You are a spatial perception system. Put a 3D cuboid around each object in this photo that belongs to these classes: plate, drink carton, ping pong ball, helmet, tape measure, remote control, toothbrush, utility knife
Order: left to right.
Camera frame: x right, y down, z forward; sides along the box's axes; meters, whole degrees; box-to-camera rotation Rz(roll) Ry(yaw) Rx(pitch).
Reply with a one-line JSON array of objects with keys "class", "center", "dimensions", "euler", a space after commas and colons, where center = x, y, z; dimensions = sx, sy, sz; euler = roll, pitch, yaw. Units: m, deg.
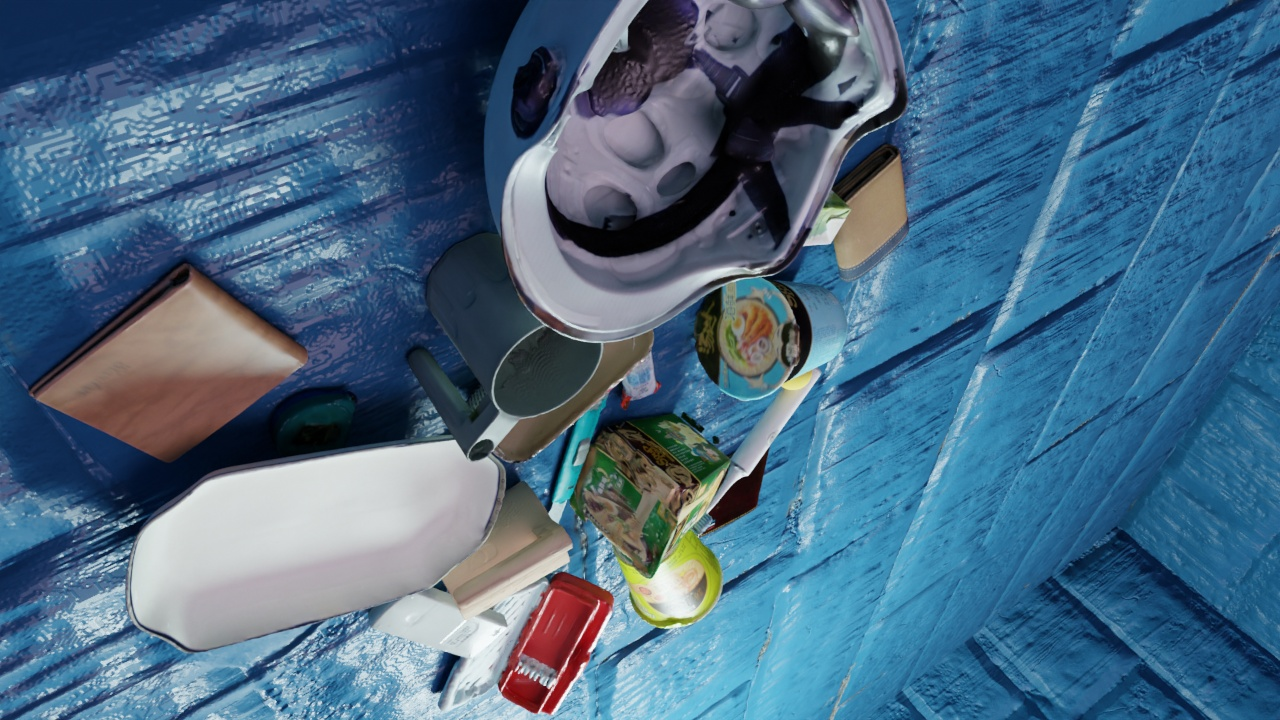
[{"class": "tape measure", "center": [-0.224, 0.047, 0.628], "dimensions": [0.054, 0.025, 0.058], "euler": [-5, 131, -44]}, {"class": "plate", "center": [-0.220, 0.118, 0.651], "dimensions": [0.265, 0.034, 0.162], "euler": [-8, 129, -38]}, {"class": "remote control", "center": [-0.189, 0.244, 0.863], "dimensions": [0.056, 0.019, 0.135], "euler": [-42, 134, 11]}, {"class": "utility knife", "center": [-0.060, 0.093, 0.855], "dimensions": [0.029, 0.013, 0.185], "euler": [-12, 136, -37]}, {"class": "helmet", "center": [0.008, -0.150, 0.535], "dimensions": [0.228, 0.146, 0.259], "euler": [14, 123, -46]}, {"class": "toothbrush", "center": [0.121, 0.093, 0.982], "dimensions": [0.220, 0.026, 0.027], "euler": [-53, 136, -9]}, {"class": "drink carton", "center": [0.111, -0.121, 0.755], "dimensions": [0.122, 0.053, 0.046], "euler": [-10, 139, -39]}, {"class": "ping pong ball", "center": [0.160, 0.011, 0.963], "dimensions": [0.040, 0.040, 0.040], "euler": [-27, 143, -22]}]

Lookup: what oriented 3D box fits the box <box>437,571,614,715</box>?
[{"class": "box", "center": [-0.127, 0.309, 0.992], "dimensions": [0.157, 0.069, 0.202], "euler": [11, 124, -24]}]

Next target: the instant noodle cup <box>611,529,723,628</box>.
[{"class": "instant noodle cup", "center": [0.022, 0.217, 1.004], "dimensions": [0.111, 0.111, 0.123], "euler": [-36, 138, -9]}]

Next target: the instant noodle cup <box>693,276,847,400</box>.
[{"class": "instant noodle cup", "center": [0.129, -0.026, 0.841], "dimensions": [0.120, 0.111, 0.111], "euler": [-10, 135, -48]}]

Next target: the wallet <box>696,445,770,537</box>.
[{"class": "wallet", "center": [0.107, 0.151, 1.088], "dimensions": [0.096, 0.020, 0.122], "euler": [-25, 140, -24]}]

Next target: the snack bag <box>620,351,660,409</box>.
[{"class": "snack bag", "center": [-0.005, 0.005, 0.801], "dimensions": [0.045, 0.026, 0.105], "euler": [-24, 142, -10]}]

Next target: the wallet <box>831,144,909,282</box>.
[{"class": "wallet", "center": [0.214, -0.136, 0.863], "dimensions": [0.090, 0.033, 0.115], "euler": [-41, 146, -7]}]

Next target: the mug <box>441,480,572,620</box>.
[{"class": "mug", "center": [-0.121, 0.168, 0.790], "dimensions": [0.103, 0.125, 0.084], "euler": [-29, 101, -17]}]

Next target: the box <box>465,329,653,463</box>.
[{"class": "box", "center": [-0.064, 0.010, 0.701], "dimensions": [0.162, 0.075, 0.086], "euler": [-39, 177, 1]}]

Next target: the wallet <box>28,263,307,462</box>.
[{"class": "wallet", "center": [-0.273, 0.006, 0.540], "dimensions": [0.115, 0.020, 0.101], "euler": [-39, 145, 0]}]

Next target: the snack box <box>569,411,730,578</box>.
[{"class": "snack box", "center": [0.018, 0.120, 0.887], "dimensions": [0.105, 0.118, 0.118], "euler": [-21, 142, -45]}]

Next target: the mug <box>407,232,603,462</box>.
[{"class": "mug", "center": [-0.100, -0.011, 0.619], "dimensions": [0.124, 0.103, 0.083], "euler": [-48, 146, 10]}]
